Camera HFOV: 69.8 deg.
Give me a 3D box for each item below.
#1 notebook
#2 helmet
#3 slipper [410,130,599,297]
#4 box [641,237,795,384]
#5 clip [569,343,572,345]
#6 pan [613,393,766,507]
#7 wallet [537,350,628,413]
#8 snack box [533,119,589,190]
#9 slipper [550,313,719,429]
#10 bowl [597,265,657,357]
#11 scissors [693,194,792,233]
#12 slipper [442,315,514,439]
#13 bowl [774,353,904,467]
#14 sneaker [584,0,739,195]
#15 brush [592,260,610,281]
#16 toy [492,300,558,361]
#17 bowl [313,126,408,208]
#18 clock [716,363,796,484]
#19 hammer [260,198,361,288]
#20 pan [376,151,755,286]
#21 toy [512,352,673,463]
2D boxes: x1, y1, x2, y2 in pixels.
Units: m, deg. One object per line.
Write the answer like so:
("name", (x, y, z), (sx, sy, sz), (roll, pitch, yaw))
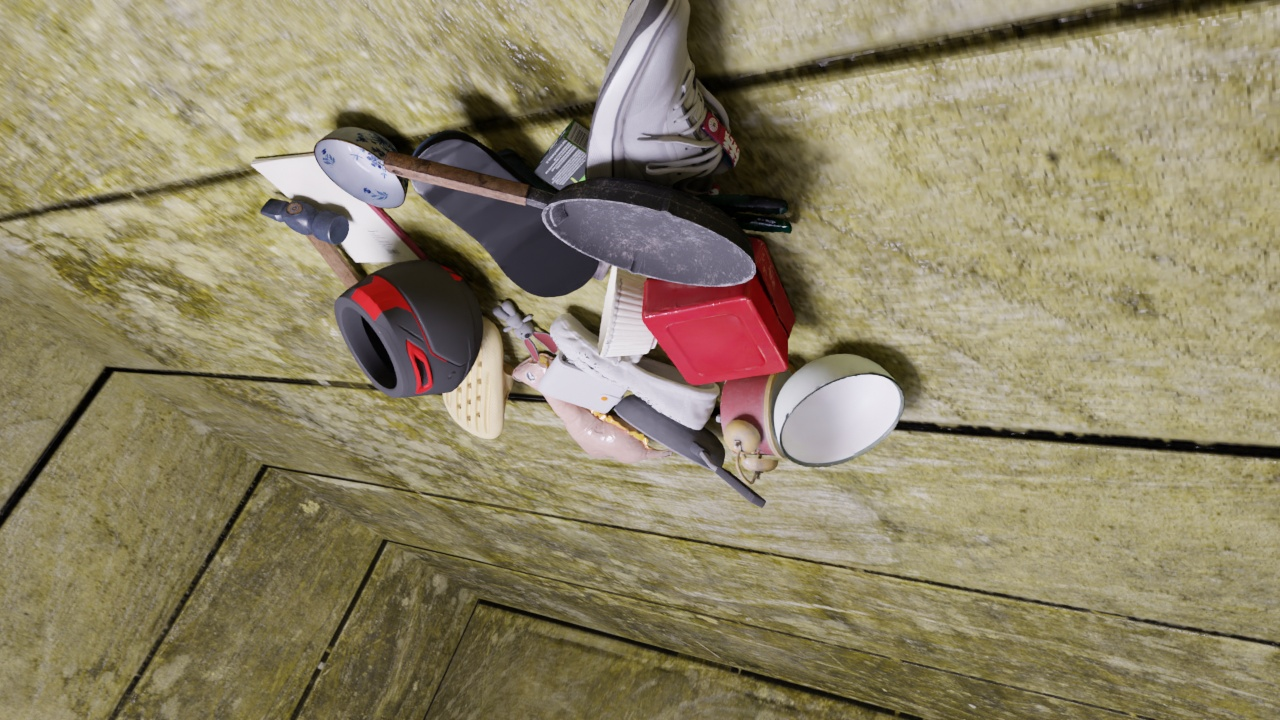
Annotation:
("notebook", (-0.395, -0.197, 1.220), (0.153, 0.012, 0.209), (4, 149, 33))
("helmet", (-0.299, -0.045, 1.250), (0.164, 0.169, 0.265), (41, 150, 16))
("slipper", (-0.142, -0.169, 0.998), (0.109, 0.083, 0.265), (-32, 138, 17))
("box", (0.087, -0.049, 0.996), (0.135, 0.112, 0.157), (2, 148, 29))
("clip", (-0.083, -0.010, 1.323), (0.052, 0.014, 0.042), (3, 151, 31))
("pan", (0.080, 0.120, 1.245), (0.178, 0.041, 0.357), (29, -178, -25))
("wallet", (-0.074, 0.024, 1.327), (0.118, 0.037, 0.116), (19, 143, -17))
("snack box", (-0.027, -0.176, 0.935), (0.147, 0.025, 0.080), (31, 154, -17))
("slipper", (-0.007, 0.007, 1.224), (0.247, 0.074, 0.112), (28, -175, -6))
("bowl", (-0.009, -0.056, 1.068), (0.062, 0.115, 0.115), (10, 156, -7))
("scissors", (0.046, -0.142, 0.836), (0.210, 0.015, 0.142), (7, -179, -2))
("slipper", (-0.250, 0.013, 1.440), (0.111, 0.079, 0.262), (21, 136, 11))
("bowl", (0.222, 0.049, 1.072), (0.153, 0.072, 0.154), (-11, 134, -11))
("sneaker", (0.027, -0.204, 0.760), (0.128, 0.096, 0.263), (15, 162, -2))
("brush", (-0.045, -0.132, 1.053), (0.039, 0.012, 0.151), (25, 154, -3))
("toy", (-0.165, -0.044, 1.304), (0.049, 0.030, 0.111), (-25, 130, 21))
("bowl", (-0.309, -0.228, 1.046), (0.114, 0.045, 0.114), (19, 155, 9))
("clock", (0.140, 0.076, 1.133), (0.081, 0.158, 0.117), (-1, 146, 31))
("hammer", (-0.430, -0.125, 1.343), (0.129, 0.040, 0.322), (19, 157, 19))
("pan", (-0.063, -0.141, 0.841), (0.357, 0.040, 0.208), (17, 170, -6))
("toy", (-0.076, 0.076, 1.444), (0.196, 0.065, 0.264), (-3, 138, 25))
